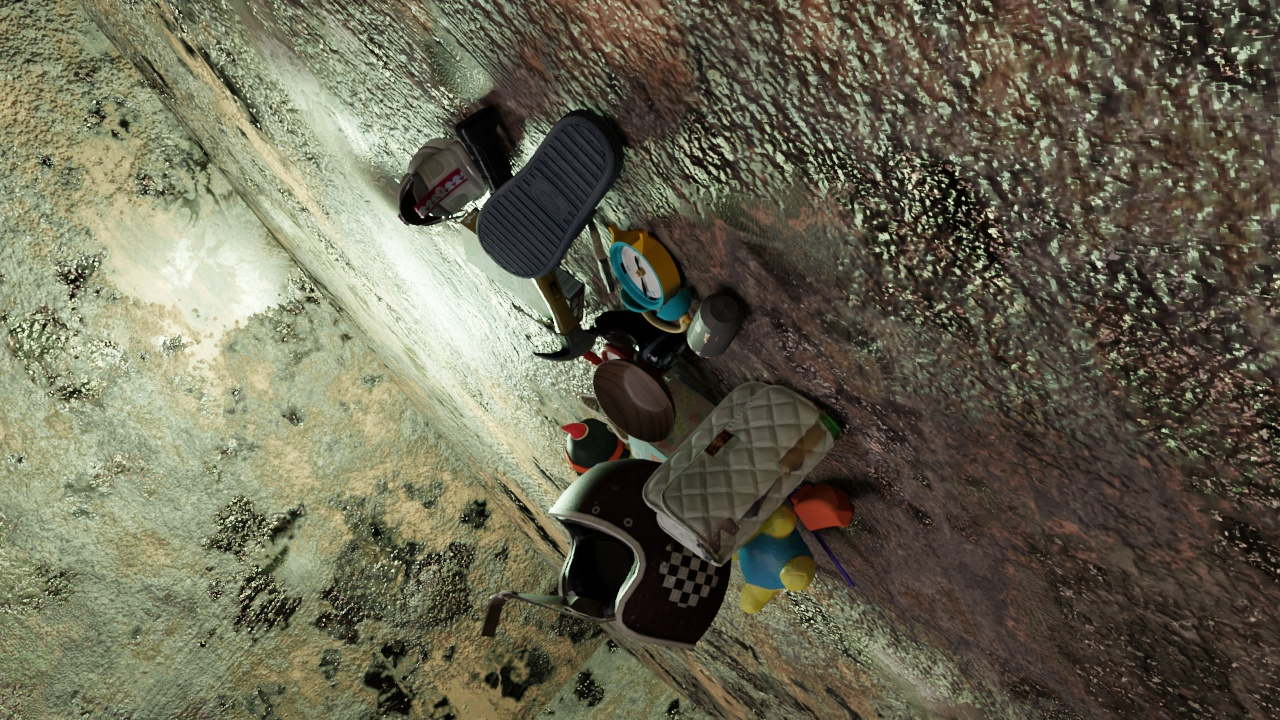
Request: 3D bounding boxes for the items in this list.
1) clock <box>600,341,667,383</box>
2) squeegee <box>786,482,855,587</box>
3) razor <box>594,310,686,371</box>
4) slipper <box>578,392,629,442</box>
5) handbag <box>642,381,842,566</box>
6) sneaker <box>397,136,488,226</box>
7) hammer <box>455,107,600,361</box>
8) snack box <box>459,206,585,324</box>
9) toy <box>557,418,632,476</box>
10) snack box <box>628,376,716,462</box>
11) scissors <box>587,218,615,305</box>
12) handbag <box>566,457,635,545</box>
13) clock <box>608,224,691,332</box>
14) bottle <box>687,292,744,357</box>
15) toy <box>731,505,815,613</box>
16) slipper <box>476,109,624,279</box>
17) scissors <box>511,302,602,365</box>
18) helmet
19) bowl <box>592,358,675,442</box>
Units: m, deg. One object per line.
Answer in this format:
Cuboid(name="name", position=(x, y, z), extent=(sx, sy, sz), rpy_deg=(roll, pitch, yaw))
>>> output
Cuboid(name="clock", position=(-0.007, 0.007, 1.193), extent=(0.087, 0.044, 0.125), rpy_deg=(33, 156, 32))
Cuboid(name="squeegee", position=(0.208, 0.167, 1.052), extent=(0.249, 0.055, 0.185), rpy_deg=(55, 176, -1))
Cuboid(name="razor", position=(-0.003, -0.027, 1.106), extent=(0.141, 0.052, 0.064), rpy_deg=(24, 144, 50))
Cuboid(name="slipper", position=(-0.035, 0.073, 1.307), extent=(0.115, 0.052, 0.263), rpy_deg=(39, 171, 9))
Cuboid(name="handbag", position=(0.100, 0.111, 0.958), extent=(0.139, 0.194, 0.072), rpy_deg=(26, 156, 50))
Cuboid(name="sneaker", position=(-0.260, -0.213, 1.150), extent=(0.097, 0.128, 0.263), rpy_deg=(54, 161, -21))
Cuboid(name="hammer", position=(-0.131, -0.136, 1.090), extent=(0.025, 0.117, 0.333), rpy_deg=(21, 143, 46))
Cuboid(name="snack box", position=(-0.159, -0.119, 1.239), extent=(0.186, 0.031, 0.101), rpy_deg=(36, 158, 10))
Cuboid(name="toy", position=(-0.078, 0.139, 1.515), extent=(0.097, 0.099, 0.119), rpy_deg=(38, 161, 28))
Cuboid(name="snack box", position=(0.044, 0.094, 1.184), extent=(0.079, 0.094, 0.093), rpy_deg=(36, 158, 23))
Cuboid(name="scissors", position=(-0.039, -0.097, 1.044), extent=(0.153, 0.012, 0.163), rpy_deg=(-109, 4, -56))
Cuboid(name="handbag", position=(0.009, 0.238, 1.390), extent=(0.222, 0.204, 0.126), rpy_deg=(41, 161, -5))
Cuboid(name="clock", position=(0.009, -0.085, 0.984), extent=(0.099, 0.043, 0.130), rpy_deg=(20, 141, 52))
Cuboid(name="bottle", position=(0.074, -0.031, 0.948), extent=(0.047, 0.047, 0.113), rpy_deg=(43, 160, 9))
Cuboid(name="toy", position=(0.138, 0.202, 1.164), extent=(0.214, 0.083, 0.149), rpy_deg=(58, 141, 9))
Cuboid(name="slipper", position=(-0.082, -0.174, 0.955), extent=(0.101, 0.082, 0.264), rpy_deg=(48, 141, -4))
Cuboid(name="scissors", position=(-0.116, -0.038, 1.301), extent=(0.199, 0.015, 0.179), rpy_deg=(35, 180, -30))
Cuboid(name="helmet", position=(-0.017, 0.243, 1.097), extent=(0.233, 0.253, 0.234), rpy_deg=(20, 167, -22))
Cuboid(name="bowl", position=(-0.001, 0.041, 1.105), extent=(0.119, 0.032, 0.119), rpy_deg=(25, 137, 25))
